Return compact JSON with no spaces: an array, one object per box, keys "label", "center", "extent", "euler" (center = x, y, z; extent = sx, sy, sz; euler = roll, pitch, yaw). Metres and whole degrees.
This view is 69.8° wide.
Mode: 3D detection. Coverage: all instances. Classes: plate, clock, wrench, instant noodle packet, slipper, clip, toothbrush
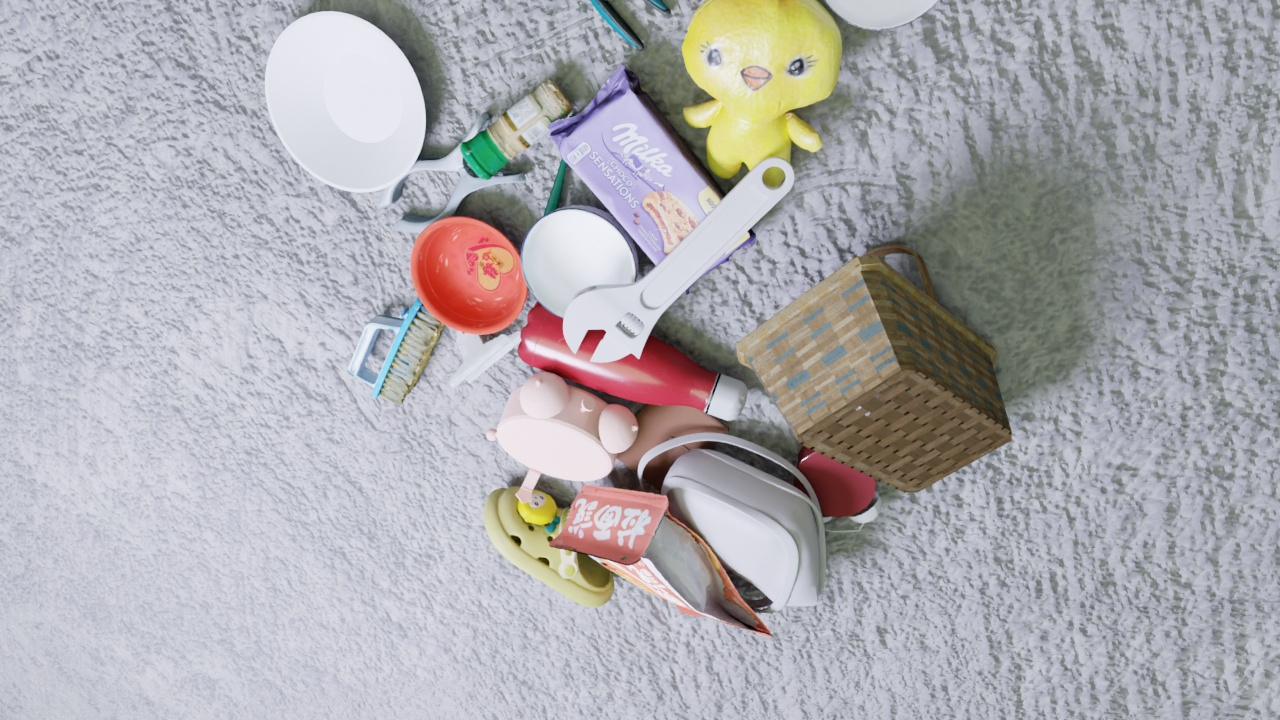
[{"label":"plate","center":[-0.287,-0.259,0.920],"extent":[0.174,0.036,0.174],"euler":[7,117,13]},{"label":"clock","center":[0.206,0.128,0.965],"extent":[0.087,0.044,0.125],"euler":[-5,114,18]},{"label":"wrench","center":[0.030,-0.094,0.854],"extent":[0.086,0.018,0.274],"euler":[40,115,-12]},{"label":"instant noodle packet","center":[0.032,0.235,1.017],"extent":[0.221,0.083,0.165],"euler":[43,153,-28]},{"label":"slipper","center":[-0.096,0.211,1.072],"extent":[0.190,0.091,0.082],"euler":[40,117,-10]},{"label":"clip","center":[-0.178,-0.012,1.021],"extent":[0.102,0.053,0.057],"euler":[-36,136,27]},{"label":"clip","center":[-0.191,-0.170,0.943],"extent":[0.164,0.027,0.106],"euler":[-28,107,27]},{"label":"toothbrush","center":[-0.089,-0.157,0.926],"extent":[0.016,0.017,0.190],"euler":[13,122,-10]},{"label":"clock","center":[-0.088,0.085,0.983],"extent":[0.131,0.086,0.161],"euler":[26,140,-14]}]

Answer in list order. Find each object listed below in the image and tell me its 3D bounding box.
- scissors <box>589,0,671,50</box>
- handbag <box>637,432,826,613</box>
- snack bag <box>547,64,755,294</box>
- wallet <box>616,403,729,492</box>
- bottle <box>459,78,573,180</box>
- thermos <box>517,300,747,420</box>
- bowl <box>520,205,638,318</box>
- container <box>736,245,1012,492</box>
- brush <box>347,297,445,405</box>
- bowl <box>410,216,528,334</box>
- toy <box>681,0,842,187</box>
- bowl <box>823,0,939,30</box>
[{"label":"scissors","center":[-0.039,-0.337,0.819],"extent":[0.131,0.019,0.150],"euler":[1,117,15]},{"label":"handbag","center":[0.102,0.196,1.007],"extent":[0.216,0.095,0.223],"euler":[23,141,27]},{"label":"snack bag","center":[0.014,-0.167,0.864],"extent":[0.097,0.058,0.205],"euler":[-34,104,25]},{"label":"wallet","center":[0.030,0.088,1.014],"extent":[0.087,0.013,0.121],"euler":[38,121,-4]},{"label":"bottle","center":[-0.118,-0.220,0.871],"extent":[0.111,0.043,0.043],"euler":[-36,102,9]},{"label":"thermos","center":[-0.006,0.005,0.949],"extent":[0.240,0.073,0.073],"euler":[19,119,6]},{"label":"bowl","center":[-0.054,-0.103,0.915],"extent":[0.118,0.062,0.118],"euler":[7,118,13]},{"label":"container","center":[0.210,-0.006,0.834],"extent":[0.158,0.186,0.249],"euler":[-37,138,28]},{"label":"brush","center":[-0.270,-0.022,1.022],"extent":[0.075,0.055,0.136],"euler":[29,120,-5]},{"label":"bowl","center":[-0.173,-0.095,0.964],"extent":[0.130,0.045,0.131],"euler":[7,117,13]},{"label":"toy","center":[0.102,-0.241,0.791],"extent":[0.134,0.092,0.208],"euler":[14,129,11]},{"label":"bowl","center":[0.195,-0.326,0.730],"extent":[0.113,0.063,0.113],"euler":[7,117,13]}]
